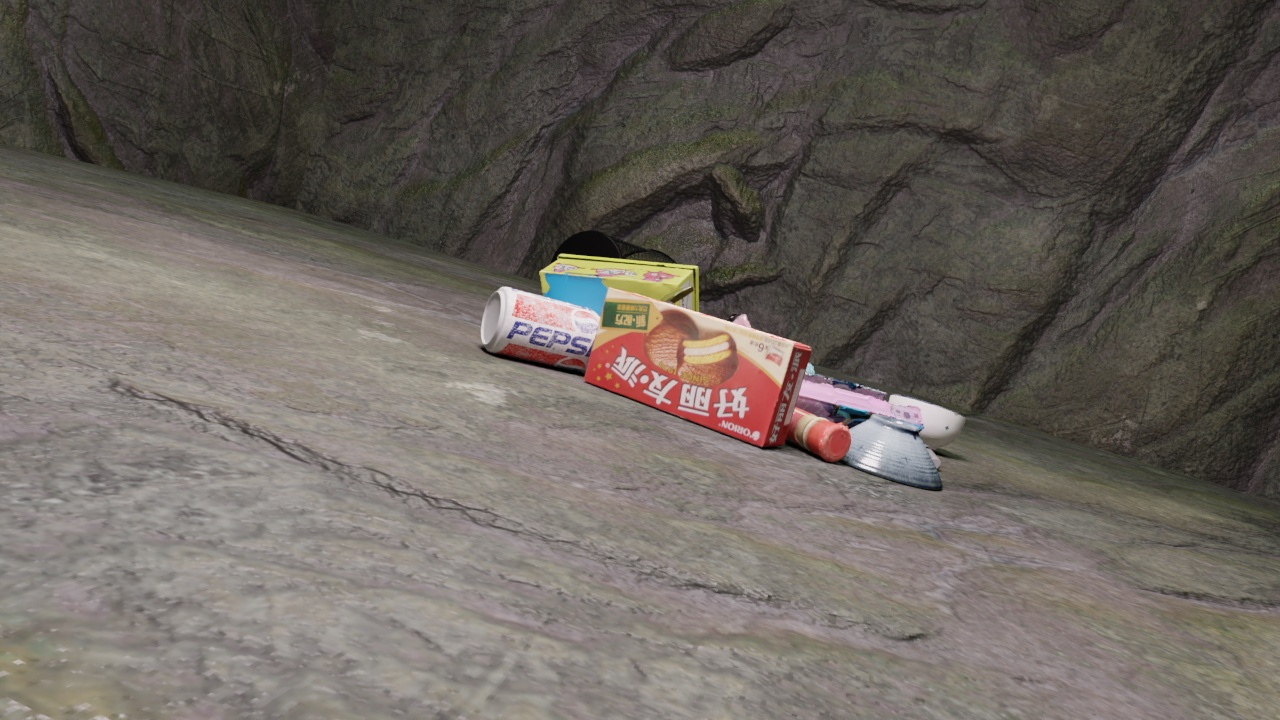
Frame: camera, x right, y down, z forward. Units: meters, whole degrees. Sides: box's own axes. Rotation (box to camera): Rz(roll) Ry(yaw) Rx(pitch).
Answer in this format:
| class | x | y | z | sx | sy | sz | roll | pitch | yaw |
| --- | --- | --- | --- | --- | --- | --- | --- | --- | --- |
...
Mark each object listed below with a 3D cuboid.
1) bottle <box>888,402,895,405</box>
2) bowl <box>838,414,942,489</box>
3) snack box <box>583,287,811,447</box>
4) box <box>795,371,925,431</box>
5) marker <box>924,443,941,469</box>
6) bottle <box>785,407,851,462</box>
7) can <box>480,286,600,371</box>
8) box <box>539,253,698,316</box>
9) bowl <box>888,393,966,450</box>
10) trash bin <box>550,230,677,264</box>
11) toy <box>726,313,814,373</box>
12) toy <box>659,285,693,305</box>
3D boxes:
| class | x | y | z | sx | sy | sz | roll | pitch | yaw |
| --- | --- | --- | --- | --- | --- | --- | --- | --- | --- |
| bottle | 0.343 | 0.084 | 1.337 | 0.105 | 0.056 | 0.056 | 21 | 7 | 43 |
| bowl | 0.278 | 0.095 | 1.029 | 0.137 | 0.057 | 0.137 | 16 | 6 | -2 |
| snack box | 0.057 | 0.005 | 1.003 | 0.237 | 0.113 | 0.060 | 20 | 7 | 30 |
| box | 0.233 | 0.059 | 1.126 | 0.230 | 0.053 | 0.085 | 13 | -34 | -24 |
| marker | 0.386 | 0.128 | 1.229 | 0.016 | 0.016 | 0.140 | 17 | 6 | 10 |
| bottle | 0.182 | 0.077 | 1.010 | 0.044 | 0.044 | 0.109 | 13 | 5 | -31 |
| can | -0.113 | -0.035 | 1.084 | 0.136 | 0.078 | 0.078 | 13 | 6 | -27 |
| box | -0.031 | -0.080 | 1.320 | 0.221 | 0.124 | 0.080 | 7 | 27 | 25 |
| bowl | 0.421 | 0.096 | 1.372 | 0.113 | 0.063 | 0.113 | 18 | -2 | 1 |
| trash bin | -0.046 | -0.132 | 1.614 | 0.184 | 0.184 | 0.210 | 19 | 1 | 29 |
| toy | 0.198 | 0.033 | 1.394 | 0.205 | 0.131 | 0.105 | 23 | 34 | -19 |
| toy | 0.000 | -0.029 | 1.153 | 0.078 | 0.179 | 0.152 | 57 | 3 | -13 |
